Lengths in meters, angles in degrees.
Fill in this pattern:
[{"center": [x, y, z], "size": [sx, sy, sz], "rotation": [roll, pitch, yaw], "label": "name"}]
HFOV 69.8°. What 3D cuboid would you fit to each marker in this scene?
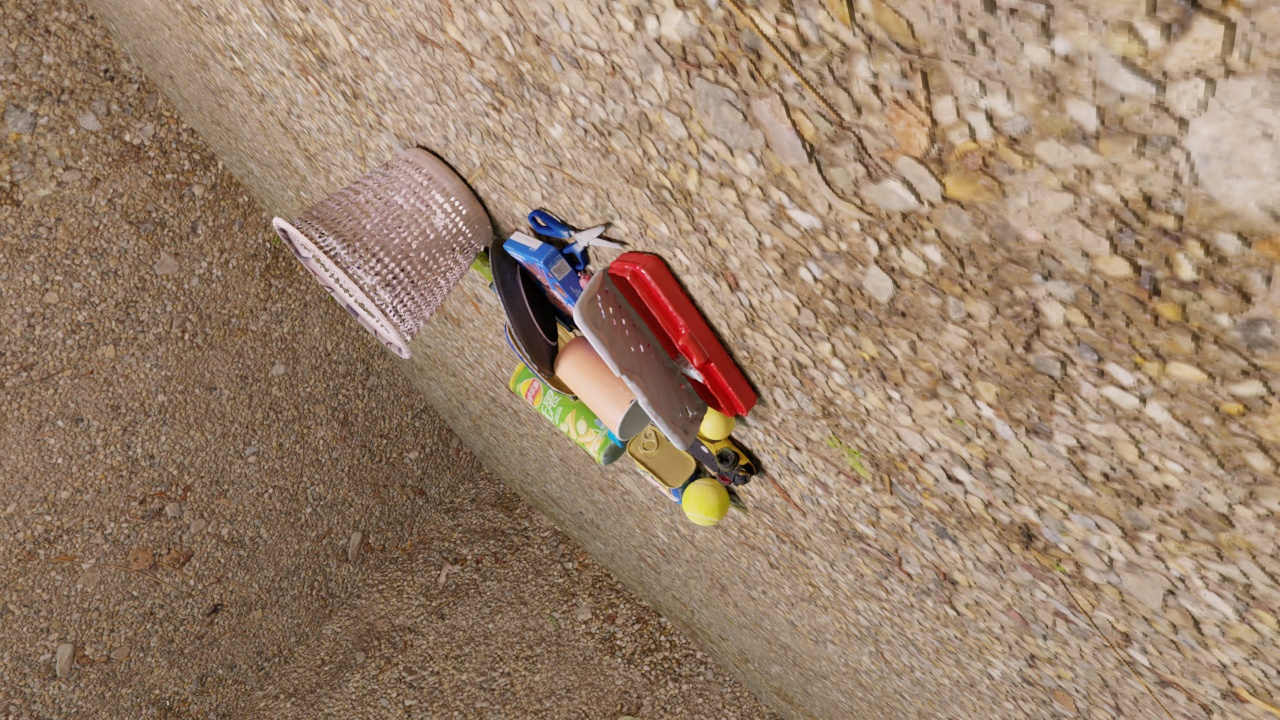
[{"center": [-0.135, -0.086, 1.200], "size": [0.132, 0.020, 0.022], "rotation": [42, 149, 7], "label": "marker"}]

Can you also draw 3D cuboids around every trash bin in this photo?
[{"center": [-0.299, -0.146, 1.132], "size": [0.227, 0.191, 0.228], "rotation": [40, 164, 14], "label": "trash bin"}]

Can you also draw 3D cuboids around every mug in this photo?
[{"center": [-0.041, 0.028, 1.081], "size": [0.123, 0.078, 0.078], "rotation": [39, 164, 26], "label": "mug"}]

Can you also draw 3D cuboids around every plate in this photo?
[{"center": [-0.130, -0.067, 1.099], "size": [0.179, 0.024, 0.179], "rotation": [-21, -91, -81], "label": "plate"}]

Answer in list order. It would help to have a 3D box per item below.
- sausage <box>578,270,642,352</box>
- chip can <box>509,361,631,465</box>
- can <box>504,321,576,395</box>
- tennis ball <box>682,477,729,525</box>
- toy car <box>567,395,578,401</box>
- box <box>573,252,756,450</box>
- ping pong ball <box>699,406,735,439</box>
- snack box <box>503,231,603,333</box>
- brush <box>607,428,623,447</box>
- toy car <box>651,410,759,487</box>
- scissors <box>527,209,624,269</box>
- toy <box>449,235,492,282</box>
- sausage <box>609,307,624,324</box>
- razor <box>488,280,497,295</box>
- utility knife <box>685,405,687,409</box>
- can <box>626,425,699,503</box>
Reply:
[{"center": [-0.021, -0.041, 1.033], "size": [0.156, 0.020, 0.020], "rotation": [51, 163, -21], "label": "sausage"}, {"center": [-0.112, 0.080, 1.467], "size": [0.221, 0.072, 0.073], "rotation": [37, 163, 25], "label": "chip can"}, {"center": [-0.125, -0.014, 1.262], "size": [0.148, 0.074, 0.049], "rotation": [47, 168, -7], "label": "can"}, {"center": [0.090, 0.195, 1.264], "size": [0.065, 0.065, 0.065], "rotation": [40, 164, 14], "label": "tennis ball"}, {"center": [-0.096, 0.025, 1.342], "size": [0.036, 0.043, 0.091], "rotation": [36, 161, 19], "label": "toy car"}, {"center": [0.016, -0.001, 0.896], "size": [0.201, 0.098, 0.095], "rotation": [52, 164, -27], "label": "box"}, {"center": [0.083, 0.067, 1.005], "size": [0.040, 0.040, 0.040], "rotation": [40, 164, 14], "label": "ping pong ball"}, {"center": [-0.087, -0.080, 1.059], "size": [0.084, 0.026, 0.157], "rotation": [28, 162, 47], "label": "snack box"}, {"center": [-0.034, 0.069, 1.276], "size": [0.083, 0.045, 0.255], "rotation": [36, 157, 15], "label": "brush"}, {"center": [0.073, 0.096, 1.103], "size": [0.156, 0.041, 0.071], "rotation": [36, 162, 19], "label": "toy car"}, {"center": [-0.070, -0.131, 0.935], "size": [0.141, 0.012, 0.171], "rotation": [40, 165, 8], "label": "scissors"}, {"center": [-0.223, -0.139, 1.259], "size": [0.100, 0.031, 0.097], "rotation": [38, 172, 26], "label": "toy"}, {"center": [0.016, -0.019, 0.989], "size": [0.165, 0.021, 0.021], "rotation": [43, 164, 5], "label": "sausage"}, {"center": [-0.173, -0.090, 1.249], "size": [0.043, 0.028, 0.132], "rotation": [41, 180, 1], "label": "razor"}, {"center": [0.032, 0.026, 1.060], "size": [0.029, 0.013, 0.164], "rotation": [30, 168, 25], "label": "utility knife"}, {"center": [0.035, 0.152, 1.313], "size": [0.102, 0.057, 0.083], "rotation": [37, 165, 25], "label": "can"}]
